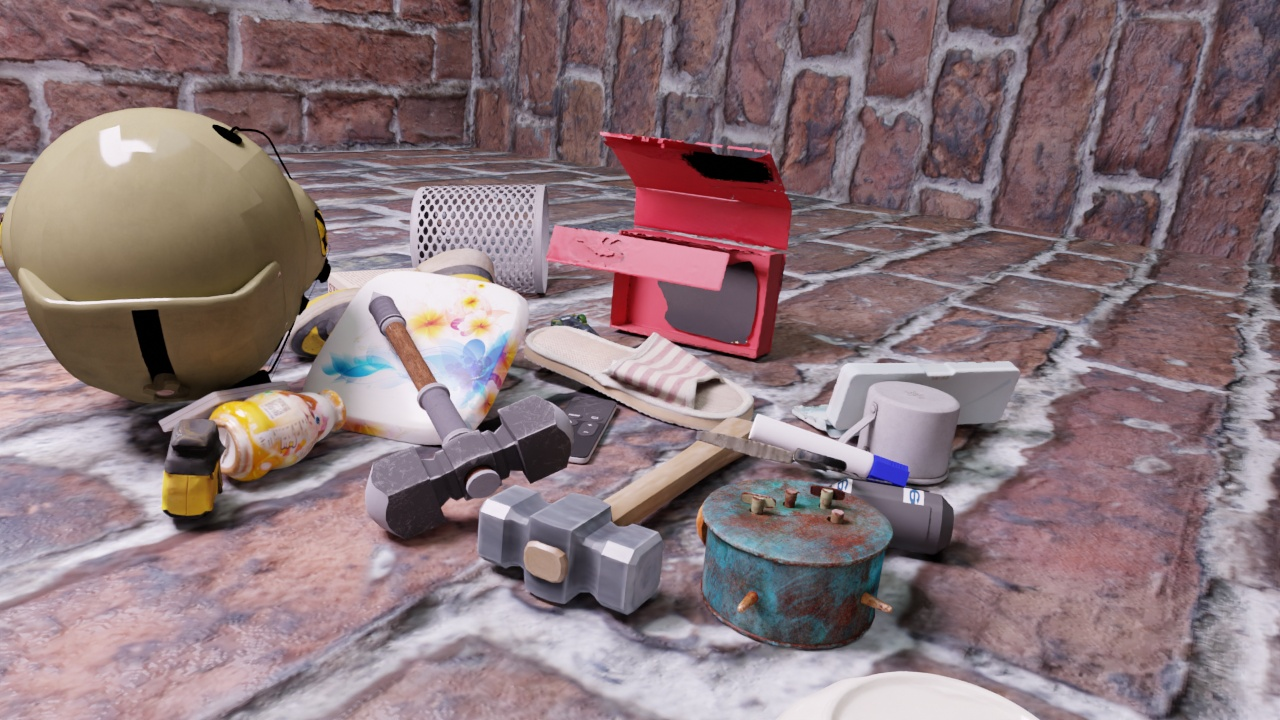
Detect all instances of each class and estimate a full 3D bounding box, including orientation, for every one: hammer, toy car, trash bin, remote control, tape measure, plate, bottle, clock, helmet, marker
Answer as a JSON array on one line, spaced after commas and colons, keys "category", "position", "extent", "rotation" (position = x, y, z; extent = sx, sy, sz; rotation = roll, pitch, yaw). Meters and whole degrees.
[{"category": "hammer", "position": [-0.182, 0.011, 0.759], "extent": [0.155, 0.043, 0.322], "rotation": [-23, 38, -17]}, {"category": "toy car", "position": [-0.070, -0.022, 1.062], "extent": [0.042, 0.036, 0.091], "rotation": [-17, 38, -32]}, {"category": "trash bin", "position": [-0.229, -0.177, 1.329], "extent": [0.183, 0.156, 0.156], "rotation": [1, 18, -2]}, {"category": "remote control", "position": [-0.341, 0.036, 0.762], "extent": [0.050, 0.011, 0.136], "rotation": [-27, 2, 2]}, {"category": "tape measure", "position": [-0.312, 0.077, 0.644], "extent": [0.037, 0.064, 0.065], "rotation": [5, 7, -22]}, {"category": "plate", "position": [-0.209, -0.012, 0.850], "extent": [0.187, 0.016, 0.186], "rotation": [9, 55, 15]}, {"category": "bottle", "position": [0.173, 0.114, 0.681], "extent": [0.112, 0.047, 0.046], "rotation": [8, 18, 13]}, {"category": "bottle", "position": [-0.285, 0.054, 0.728], "extent": [0.063, 0.063, 0.108], "rotation": [14, 19, 27]}, {"category": "clock", "position": [0.096, 0.116, 0.610], "extent": [0.121, 0.073, 0.157], "rotation": [2, 17, -8]}, {"category": "helmet", "position": [-0.389, -0.076, 0.758], "extent": [0.250, 0.256, 0.233], "rotation": [-4, 16, -18]}, {"category": "hammer", "position": [0.017, 0.096, 0.704], "extent": [0.117, 0.051, 0.322], "rotation": [14, 17, 26]}, {"category": "remote control", "position": [-0.056, 0.062, 0.849], "extent": [0.045, 0.008, 0.146], "rotation": [7, 18, 7]}, {"category": "marker", "position": [0.159, 0.078, 0.778], "extent": [0.133, 0.023, 0.027], "rotation": [19, -4, 4]}]

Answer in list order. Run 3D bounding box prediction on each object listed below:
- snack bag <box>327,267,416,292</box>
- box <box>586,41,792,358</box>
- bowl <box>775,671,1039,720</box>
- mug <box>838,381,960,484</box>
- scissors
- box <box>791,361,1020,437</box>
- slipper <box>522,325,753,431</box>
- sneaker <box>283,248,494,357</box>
[{"category": "snack bag", "position": [-0.258, -0.068, 1.107], "extent": [0.206, 0.070, 0.094], "rotation": [-7, 21, -33]}, {"category": "box", "position": [0.067, -0.191, 1.090], "extent": [0.212, 0.379, 0.123], "rotation": [14, 36, 24]}, {"category": "bowl", "position": [0.130, 0.193, 0.398], "extent": [0.219, 0.060, 0.188], "rotation": [7, 17, 9]}, {"category": "mug", "position": [0.225, 0.064, 0.814], "extent": [0.113, 0.070, 0.084], "rotation": [-1, 18, -22]}, {"category": "scissors", "position": [0.125, 0.077, 0.709], "extent": [0.170, 0.012, 0.157], "rotation": [13, -5, -4]}, {"category": "box", "position": [0.264, 0.035, 0.914], "extent": [0.197, 0.078, 0.122], "rotation": [-1, -1, -20]}, {"category": "slipper", "position": [-0.006, 0.005, 0.941], "extent": [0.263, 0.052, 0.114], "rotation": [20, 26, 26]}, {"category": "sneaker", "position": [-0.255, -0.021, 0.946], "extent": [0.239, 0.086, 0.122], "rotation": [-21, 55, 9]}]
